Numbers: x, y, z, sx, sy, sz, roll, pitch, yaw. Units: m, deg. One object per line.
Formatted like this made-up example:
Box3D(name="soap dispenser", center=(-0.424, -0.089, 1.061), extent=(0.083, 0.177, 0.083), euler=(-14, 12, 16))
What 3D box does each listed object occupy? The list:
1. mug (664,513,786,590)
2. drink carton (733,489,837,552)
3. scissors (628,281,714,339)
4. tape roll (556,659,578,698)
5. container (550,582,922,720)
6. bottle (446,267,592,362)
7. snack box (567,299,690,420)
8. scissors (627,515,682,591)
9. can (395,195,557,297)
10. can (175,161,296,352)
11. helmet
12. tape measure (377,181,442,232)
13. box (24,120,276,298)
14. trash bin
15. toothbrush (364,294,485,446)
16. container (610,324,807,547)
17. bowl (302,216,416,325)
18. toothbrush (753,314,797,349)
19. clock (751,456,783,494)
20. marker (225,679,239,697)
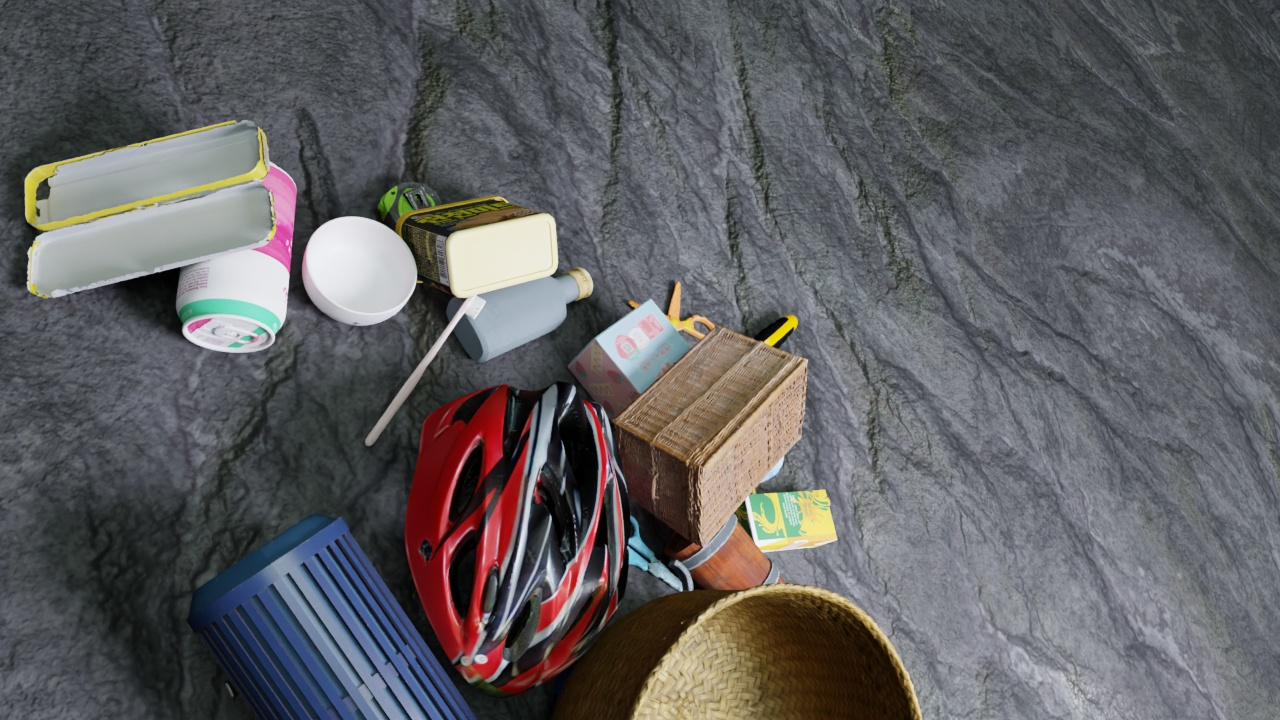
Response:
Box3D(name="mug", center=(0.081, 0.223, 0.940), extent=(0.111, 0.082, 0.117), euler=(48, 57, -7))
Box3D(name="drink carton", center=(0.160, 0.181, 1.029), extent=(0.122, 0.041, 0.058), euler=(1, 67, -30))
Box3D(name="scissors", center=(0.039, -0.040, 1.079), extent=(0.125, 0.011, 0.128), euler=(25, 57, -20))
Box3D(name="tape roll", center=(-0.034, 0.309, 0.867), extent=(0.093, 0.016, 0.091), euler=(1, 67, -30))
Box3D(name="container", center=(0.070, 0.343, 0.779), extent=(0.306, 0.197, 0.306), euler=(5, 79, -27))
Box3D(name="bottle", center=(-0.120, -0.059, 0.972), extent=(0.160, 0.046, 0.072), euler=(-27, 83, -37))
Box3D(name="snack box", center=(-0.006, 0.006, 0.988), extent=(0.095, 0.080, 0.092), euler=(50, 53, 2))
Box3D(name="scissors", center=(0.010, 0.209, 0.947), extent=(0.137, 0.015, 0.056), euler=(42, 55, -15))
Box3D(name="can", center=(-0.162, -0.115, 0.925), extent=(0.130, 0.101, 0.073), euler=(-19, 118, -36))
Box3D(name="can", center=(-0.360, -0.097, 0.821), extent=(0.088, 0.088, 0.165), euler=(8, 64, -28))
Box3D(name="helmet", center=(-0.097, 0.147, 0.796), extent=(0.217, 0.167, 0.271), euler=(38, 44, -52))
Box3D(name="tape measure", center=(-0.237, -0.157, 0.955), extent=(0.065, 0.036, 0.058), euler=(-38, 89, -37))
Box3D(name="box", center=(-0.416, -0.129, 0.780), extent=(0.209, 0.023, 0.127), euler=(-14, 72, -2))
Box3D(name="trash bin", center=(-0.220, 0.247, 0.694), extent=(0.139, 0.140, 0.249), euler=(-35, 93, -37))
Box3D(name="toothbrush", center=(-0.206, 0.008, 0.879), extent=(0.018, 0.016, 0.181), euler=(35, 72, -4))
Box3D(name="container", center=(0.072, 0.069, 0.923), extent=(0.113, 0.114, 0.198), euler=(27, 50, 30))
Box3D(name="bowl", center=(-0.274, -0.082, 0.887), extent=(0.104, 0.054, 0.104), euler=(12, 64, -26))
Box3D(name="toothbrush", center=(0.130, -0.003, 1.106), extent=(0.196, 0.031, 0.031), euler=(-38, 95, -33))
Box3D(name="clock", center=(0.103, 0.088, 1.031), extent=(0.125, 0.052, 0.088), euler=(48, 53, -3))
Box3D(name="marker", center=(-0.277, 0.238, 0.756), extent=(0.123, 0.018, 0.021), euler=(-26, 82, -35))
